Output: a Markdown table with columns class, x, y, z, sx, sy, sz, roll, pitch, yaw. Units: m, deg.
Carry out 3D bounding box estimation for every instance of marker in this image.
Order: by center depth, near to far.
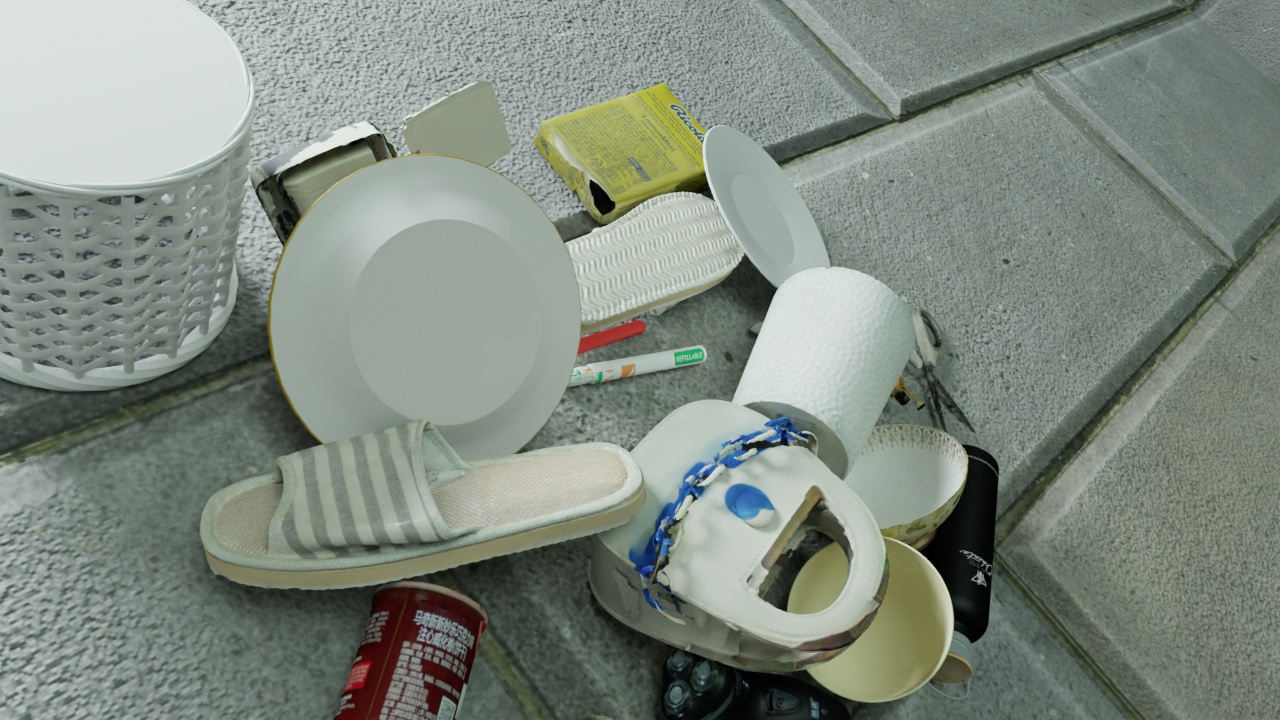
| class | x | y | z | sx | sy | sz | roll | pitch | yaw |
| --- | --- | --- | --- | --- | --- | --- | --- | --- | --- |
| marker | -0.005 | 0.005 | 0.779 | 0.145 | 0.017 | 0.017 | -10 | 62 | -34 |

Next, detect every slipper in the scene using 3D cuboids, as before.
| class | x | y | z | sx | sy | sz | roll | pitch | yaw |
| --- | --- | --- | --- | --- | --- | --- | --- | --- | --- |
| slipper | -0.129 | 0.083 | 0.574 | 0.272 | 0.054 | 0.114 | -4 | 32 | -13 |
| slipper | -0.003 | -0.087 | 0.826 | 0.115 | 0.052 | 0.262 | 47 | 44 | 13 |

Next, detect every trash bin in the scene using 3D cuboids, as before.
| class | x | y | z | sx | sy | sz | roll | pitch | yaw |
| --- | --- | --- | --- | --- | --- | --- | --- | --- | --- |
| trash bin | 0.147 | 0.020 | 0.775 | 0.133 | 0.134 | 0.160 | 35 | 49 | -1 |

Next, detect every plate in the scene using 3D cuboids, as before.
| class | x | y | z | sx | sy | sz | roll | pitch | yaw |
| --- | --- | --- | --- | --- | --- | --- | --- | --- | --- |
| plate | -0.135 | -0.027 | 0.634 | 0.229 | 0.021 | 0.230 | -4 | 97 | -35 |
| plate | 0.126 | -0.143 | 0.924 | 0.208 | 0.015 | 0.208 | 33 | 41 | -35 |

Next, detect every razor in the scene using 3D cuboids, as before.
| class | x | y | z | sx | sy | sz | roll | pitch | yaw |
| --- | --- | --- | --- | --- | --- | --- | --- | --- | --- |
| razor | 0.082 | 0.232 | 0.623 | 0.140 | 0.064 | 0.052 | 16 | 52 | -14 |

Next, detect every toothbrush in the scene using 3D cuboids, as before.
| class | x | y | z | sx | sy | sz | roll | pitch | yaw |
| --- | --- | --- | --- | --- | --- | --- | --- | --- | --- |
| toothbrush | -0.074 | -0.001 | 0.750 | 0.212 | 0.018 | 0.012 | -20 | 68 | -41 |

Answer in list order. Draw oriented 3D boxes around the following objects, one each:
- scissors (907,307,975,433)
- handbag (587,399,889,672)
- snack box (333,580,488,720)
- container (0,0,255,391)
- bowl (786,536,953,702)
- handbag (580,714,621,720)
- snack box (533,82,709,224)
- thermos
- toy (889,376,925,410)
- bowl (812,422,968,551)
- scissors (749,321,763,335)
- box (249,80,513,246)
| class | x | y | z | sx | sy | sz | roll | pitch | yaw |
| --- | --- | --- | --- | --- | --- | --- | --- | --- | --- |
| scissors | 0.289 | -0.001 | 0.940 | 0.157 | 0.013 | 0.170 | 35 | 42 | -13 |
| handbag | 0.074 | 0.119 | 0.638 | 0.200 | 0.093 | 0.200 | 23 | 42 | 21 |
| snack box | -0.137 | 0.197 | 0.526 | 0.072 | 0.072 | 0.121 | 21 | 50 | -14 |
| container | -0.342 | -0.108 | 0.561 | 0.189 | 0.187 | 0.189 | 15 | 51 | -19 |
| bowl | 0.177 | 0.198 | 0.688 | 0.074 | 0.118 | 0.117 | 46 | 25 | -56 |
| handbag | 0.038 | 0.296 | 0.564 | 0.185 | 0.047 | 0.123 | 18 | 51 | -16 |
| snack box | -0.008 | -0.206 | 0.918 | 0.180 | 0.045 | 0.121 | -29 | 74 | -38 |
| thermos | 0.262 | 0.174 | 0.768 | 0.061 | 0.061 | 0.230 | 30 | 47 | -6 |
| toy | 0.231 | 0.011 | 0.877 | 0.100 | 0.063 | 0.076 | 55 | 12 | 28 |
| bowl | 0.201 | 0.117 | 0.755 | 0.144 | 0.145 | 0.063 | -48 | 124 | -43 |
| scissors | 0.169 | -0.038 | 0.907 | 0.136 | 0.019 | 0.138 | 29 | 49 | -4 |
| box | -0.180 | -0.123 | 0.681 | 0.183 | 0.144 | 0.099 | -27 | 43 | -15 |
